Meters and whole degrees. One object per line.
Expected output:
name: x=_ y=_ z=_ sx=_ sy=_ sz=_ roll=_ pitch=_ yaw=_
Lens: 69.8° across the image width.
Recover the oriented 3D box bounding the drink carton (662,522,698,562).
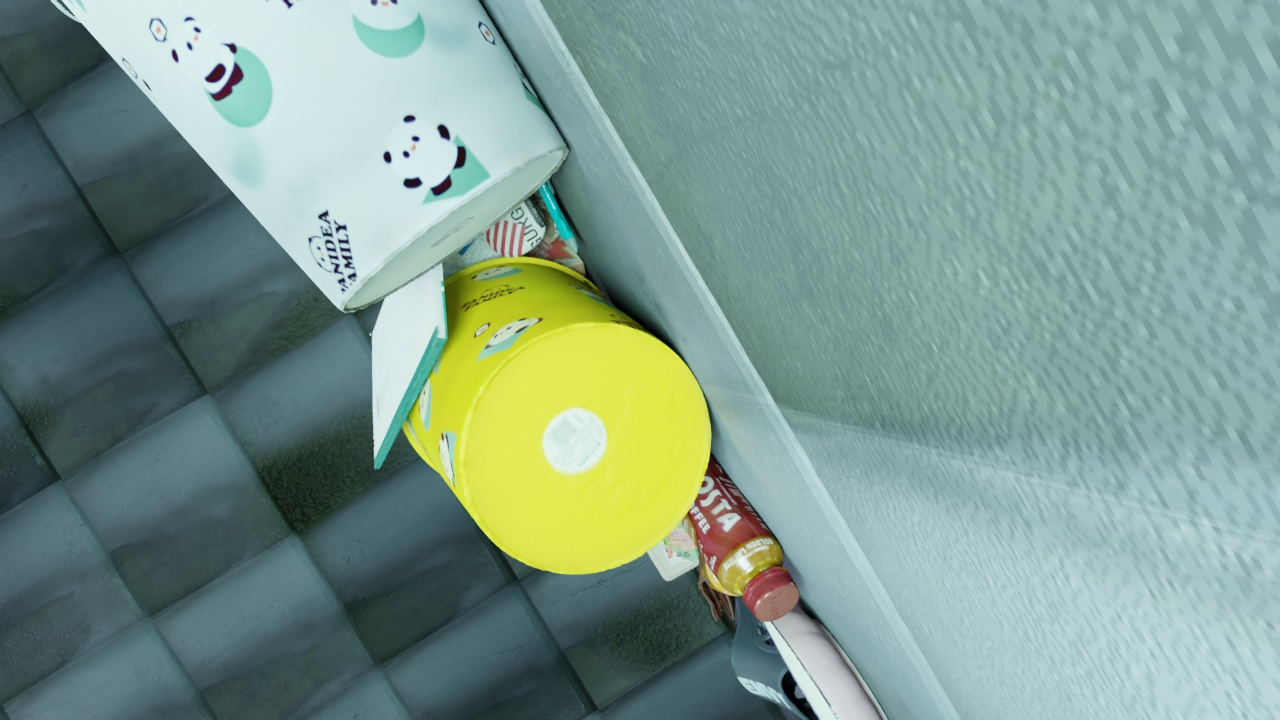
drink carton: x=0.042 y=0.176 z=1.083 sx=0.053 sy=0.046 sz=0.122 roll=-67 pitch=-35 yaw=-56

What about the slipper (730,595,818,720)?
slipper: x=0.144 y=0.326 z=0.992 sx=0.111 sy=0.083 sz=0.268 roll=59 pitch=176 yaw=-14

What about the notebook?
notebook: x=-0.199 y=-0.022 z=0.768 sx=0.210 sy=0.012 sz=0.150 roll=-52 pitch=41 yaw=47

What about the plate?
plate: x=0.164 y=0.279 z=0.768 sx=0.192 sy=0.039 sz=0.192 roll=58 pitch=174 yaw=9

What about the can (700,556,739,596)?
can: x=0.091 y=0.206 z=0.924 sx=0.058 sy=0.058 sz=0.146 roll=58 pitch=174 yaw=12

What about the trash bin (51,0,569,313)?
trash bin: x=-0.191 y=-0.184 z=0.588 sx=0.252 sy=0.229 sz=0.229 roll=53 pitch=175 yaw=-6

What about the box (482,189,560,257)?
box: x=-0.137 y=-0.168 z=0.816 sx=0.163 sy=0.086 sz=0.076 roll=62 pitch=157 yaw=-3

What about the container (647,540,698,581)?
container: x=0.042 y=0.218 z=1.194 sx=0.090 sy=0.090 sz=0.111 roll=60 pitch=-179 yaw=-12

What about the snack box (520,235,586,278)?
snack box: x=-0.114 y=-0.081 z=0.948 sx=0.092 sy=0.094 sz=0.077 roll=-126 pitch=23 yaw=-45

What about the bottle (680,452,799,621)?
bottle: x=0.069 y=0.138 z=0.757 sx=0.175 sy=0.057 sz=0.057 roll=52 pitch=172 yaw=48

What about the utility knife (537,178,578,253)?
utility knife: x=-0.093 y=-0.171 z=0.779 sx=0.174 sy=0.013 sz=0.029 roll=64 pitch=171 yaw=-14

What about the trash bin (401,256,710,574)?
trash bin: x=-0.076 y=0.040 z=0.751 sx=0.229 sy=0.229 sz=0.255 roll=61 pitch=169 yaw=-20

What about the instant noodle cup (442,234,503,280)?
instant noodle cup: x=-0.195 y=-0.101 z=0.880 sx=0.110 sy=0.099 sz=0.099 roll=31 pitch=155 yaw=49

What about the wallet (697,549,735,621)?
wallet: x=0.088 y=0.235 z=1.076 sx=0.125 sy=0.032 sz=0.101 roll=67 pitch=-161 yaw=-49
